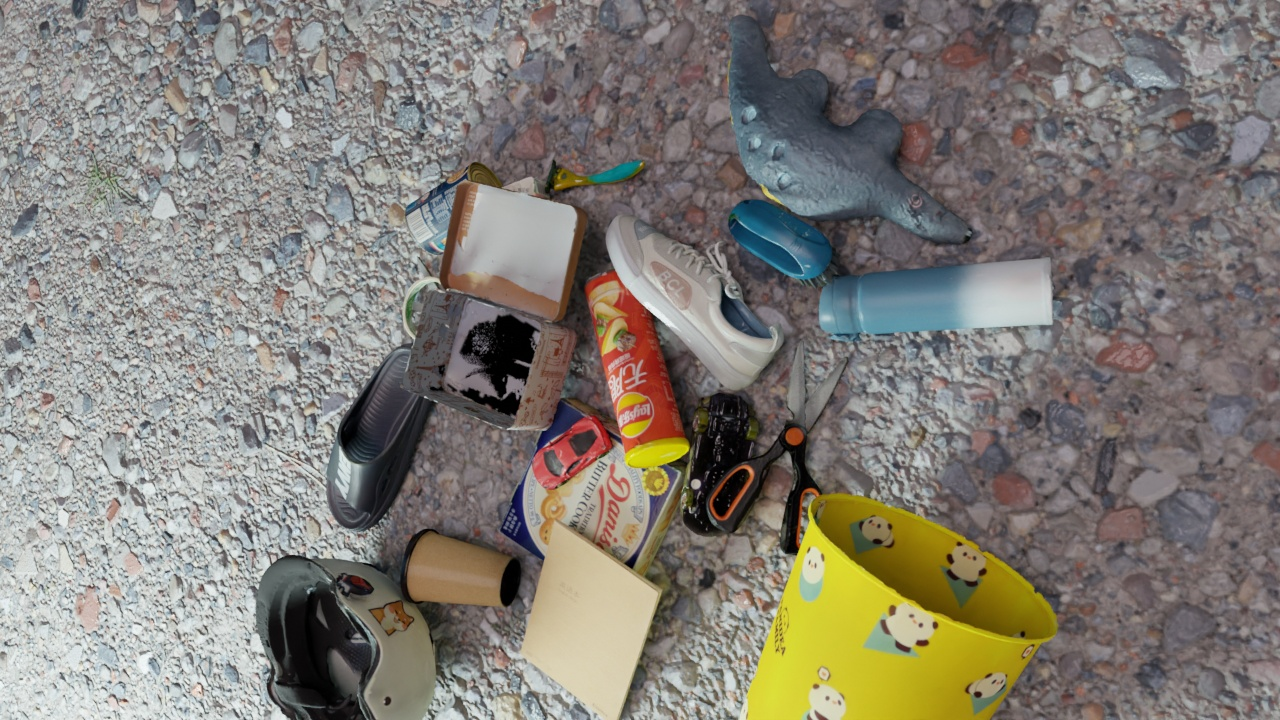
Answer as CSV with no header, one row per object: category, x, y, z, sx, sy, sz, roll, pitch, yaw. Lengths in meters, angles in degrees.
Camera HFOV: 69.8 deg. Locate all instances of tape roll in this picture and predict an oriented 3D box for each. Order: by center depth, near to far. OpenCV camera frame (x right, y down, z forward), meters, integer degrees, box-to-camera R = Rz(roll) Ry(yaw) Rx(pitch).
tape roll,-0.270,-0.064,1.178,0.086,0.013,0.085,-2,85,30

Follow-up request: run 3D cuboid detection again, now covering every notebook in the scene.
notebook,-0.062,0.302,1.050,0.149,0.012,0.212,29,120,24

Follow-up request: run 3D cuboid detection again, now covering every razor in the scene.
razor,-0.052,-0.220,1.083,0.133,0.028,0.043,-2,57,27

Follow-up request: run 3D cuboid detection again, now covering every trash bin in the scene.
trash bin,0.216,0.290,0.850,0.230,0.229,0.255,27,106,23

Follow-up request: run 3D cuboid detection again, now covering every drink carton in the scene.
drink carton,-0.132,-0.155,1.110,0.054,0.045,0.122,-14,84,23

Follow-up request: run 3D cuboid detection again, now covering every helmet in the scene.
helmet,-0.349,0.361,1.139,0.274,0.156,0.231,52,121,28

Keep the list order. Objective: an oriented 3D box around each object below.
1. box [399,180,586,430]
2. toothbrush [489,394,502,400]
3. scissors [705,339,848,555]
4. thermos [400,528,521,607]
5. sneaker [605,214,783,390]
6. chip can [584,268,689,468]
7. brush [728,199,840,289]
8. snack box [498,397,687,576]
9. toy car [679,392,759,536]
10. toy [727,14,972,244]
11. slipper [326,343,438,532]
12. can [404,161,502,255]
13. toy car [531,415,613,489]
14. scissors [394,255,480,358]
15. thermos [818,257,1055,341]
box,-0.160,-0.065,1.058,0.177,0.082,0.261,18,97,28
toothbrush,-0.189,0.037,1.136,0.190,0.016,0.016,32,104,15
scissors,0.164,0.103,0.972,0.224,0.021,0.204,-38,89,2
thermos,-0.224,0.260,1.125,0.143,0.093,0.093,5,91,16
sneaker,0.059,-0.084,0.992,0.242,0.089,0.091,49,123,14
chip can,-0.006,0.006,1.010,0.073,0.073,0.216,-23,68,23
brush,0.140,-0.128,0.946,0.055,0.073,0.144,-53,45,6
snack box,-0.054,0.162,1.066,0.182,0.045,0.178,28,100,23
toy car,0.082,0.113,0.998,0.070,0.042,0.158,10,93,-10
toy,0.181,-0.221,0.949,0.137,0.091,0.356,-40,72,-10
slipper,-0.353,0.098,1.189,0.111,0.083,0.268,32,100,24
can,-0.229,-0.187,1.139,0.111,0.075,0.075,-26,78,23
toy car,-0.081,0.106,1.039,0.106,0.031,0.049,-37,72,21
scissors,-0.247,-0.064,1.180,0.160,0.014,0.181,-25,77,23
thermos,0.287,-0.059,0.903,0.221,0.070,0.070,-4,87,26
